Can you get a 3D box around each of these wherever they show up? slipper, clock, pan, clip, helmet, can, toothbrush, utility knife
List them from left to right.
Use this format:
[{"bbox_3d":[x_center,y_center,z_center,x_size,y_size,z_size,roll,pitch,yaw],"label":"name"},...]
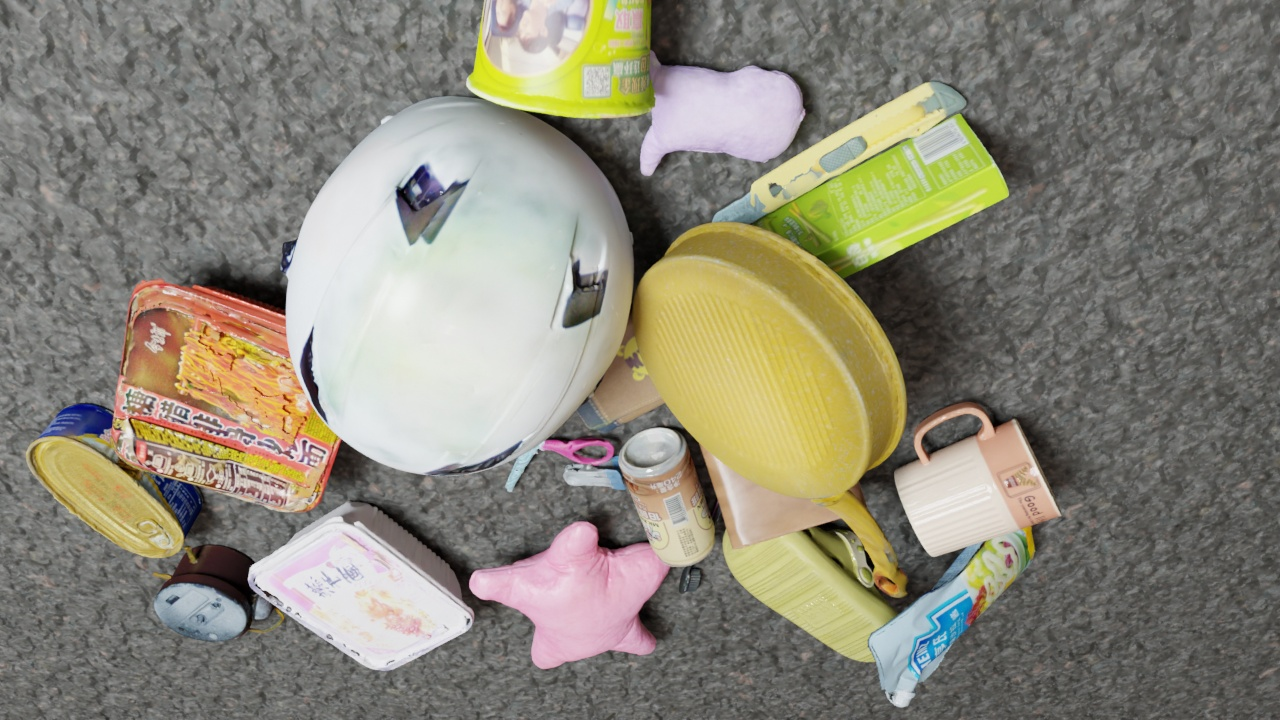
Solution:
[{"bbox_3d":[-0.443,0.104,0.781,0.075,0.049,0.148,-23,122,17],"label":"can"},{"bbox_3d":[-0.395,0.226,0.866,0.082,0.055,0.122,-36,119,23],"label":"clock"},{"bbox_3d":[-0.114,-0.031,0.579,0.229,0.146,0.259,30,98,-17],"label":"helmet"},{"bbox_3d":[-0.039,0.097,0.787,0.058,0.045,0.027,-2,129,14],"label":"clip"},{"bbox_3d":[0.024,0.116,0.774,0.058,0.058,0.116,-13,125,10],"label":"can"},{"bbox_3d":[0.066,0.148,0.826,0.017,0.014,0.190,6,126,-16],"label":"toothbrush"},{"bbox_3d":[0.118,0.060,0.642,0.198,0.078,0.357,11,133,49],"label":"pan"},{"bbox_3d":[0.158,0.188,0.814,0.190,0.081,0.092,41,131,-7],"label":"slipper"},{"bbox_3d":[0.126,-0.134,0.621,0.188,0.020,0.031,-27,105,24],"label":"utility knife"}]

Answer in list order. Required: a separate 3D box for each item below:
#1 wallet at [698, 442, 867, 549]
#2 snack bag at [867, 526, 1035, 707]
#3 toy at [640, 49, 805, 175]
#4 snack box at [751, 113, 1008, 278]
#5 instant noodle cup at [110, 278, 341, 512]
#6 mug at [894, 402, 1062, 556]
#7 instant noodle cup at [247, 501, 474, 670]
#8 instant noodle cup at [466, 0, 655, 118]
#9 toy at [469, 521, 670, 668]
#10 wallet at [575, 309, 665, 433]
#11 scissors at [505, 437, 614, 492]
[{"bbox_3d":[0.114,0.091,0.746,0.115,0.020,0.101,-18,85,11],"label":"wallet"},{"bbox_3d":[0.266,0.209,0.782,0.190,0.039,0.110,-38,138,-21],"label":"snack bag"},{"bbox_3d":[0.051,-0.156,0.588,0.108,0.038,0.084,1,126,-1],"label":"toy"},{"bbox_3d":[0.150,-0.098,0.600,0.157,0.085,0.026,-27,121,18],"label":"snack box"},{"bbox_3d":[-0.302,0.019,0.699,0.164,0.079,0.189,21,124,-14],"label":"instant noodle cup"},{"bbox_3d":[0.265,0.093,0.745,0.106,0.081,0.114,-26,101,20],"label":"mug"},{"bbox_3d":[-0.249,0.201,0.842,0.138,0.060,0.173,-31,119,21],"label":"instant noodle cup"},{"bbox_3d":[-0.038,-0.211,0.515,0.111,0.111,0.124,7,118,-4],"label":"instant noodle cup"},{"bbox_3d":[-0.042,0.219,0.845,0.178,0.074,0.195,-25,126,6],"label":"toy"},{"bbox_3d":[-0.004,0.004,0.712,0.115,0.033,0.090,-27,120,15],"label":"wallet"},{"bbox_3d":[-0.082,0.068,0.767,0.131,0.017,0.134,22,124,-8],"label":"scissors"}]
